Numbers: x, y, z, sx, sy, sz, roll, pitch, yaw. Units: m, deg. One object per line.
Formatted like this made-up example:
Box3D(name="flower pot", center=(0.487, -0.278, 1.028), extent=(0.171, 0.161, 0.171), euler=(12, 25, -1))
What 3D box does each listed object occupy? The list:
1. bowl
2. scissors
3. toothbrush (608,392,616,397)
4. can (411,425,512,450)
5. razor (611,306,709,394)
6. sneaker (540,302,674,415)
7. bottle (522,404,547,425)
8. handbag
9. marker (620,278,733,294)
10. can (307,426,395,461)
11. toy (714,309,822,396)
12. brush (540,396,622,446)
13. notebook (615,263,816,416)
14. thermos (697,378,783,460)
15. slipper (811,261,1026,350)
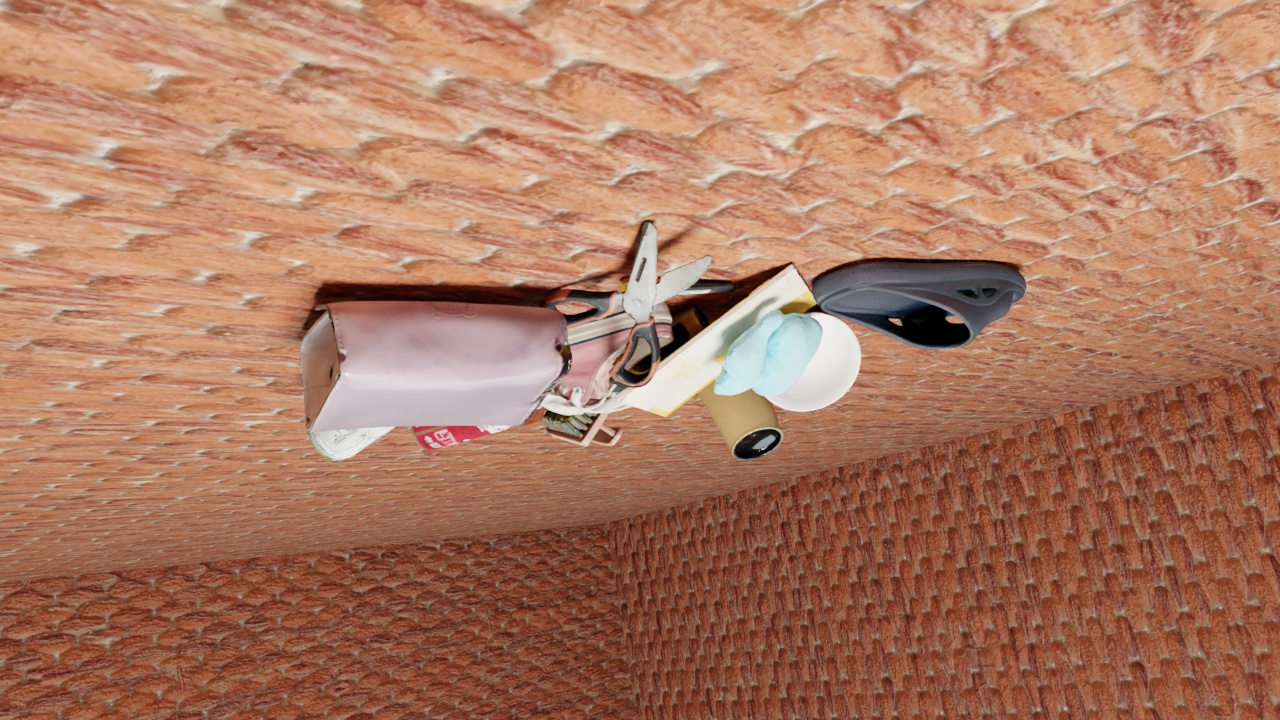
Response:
Box3D(name="bowl", center=(0.179, -0.009, 1.024), extent=(0.118, 0.118, 0.064), euler=(-10, -156, 1))
Box3D(name="scissors", center=(-0.013, -0.041, 0.775), extent=(0.225, 0.015, 0.189), euler=(1, 139, 33))
Box3D(name="toothbrush", center=(-0.043, 0.040, 1.136), extent=(0.026, 0.026, 0.221), euler=(33, 174, 5))
Box3D(name="can", center=(-0.216, 0.072, 1.134), extent=(0.133, 0.053, 0.053), euler=(-17, 165, 27))
Box3D(name="razor", center=(0.011, -0.010, 0.962), extent=(0.168, 0.062, 0.067), euler=(-31, -175, 45))
Box3D(name="sneaker", center=(-0.071, 0.013, 0.918), extent=(0.242, 0.087, 0.118), euler=(-18, 165, 27))
Box3D(name="bottle", center=(-0.187, 0.039, 1.011), extent=(0.060, 0.059, 0.205), euler=(-19, 164, 33))
Box3D(name="handbag", center=(-0.174, 0.000, 0.772), extent=(0.196, 0.098, 0.145), euler=(-1, 165, -30))
Box3D(name="marker", center=(0.035, -0.066, 0.829), extent=(0.123, 0.015, 0.018), euler=(-4, 167, -35))
Box3D(name="can", center=(-0.256, 0.041, 0.896), extent=(0.147, 0.058, 0.058), euler=(-33, 159, 21))
Box3D(name="toy", center=(0.134, -0.006, 0.925), extent=(0.156, 0.050, 0.162), euler=(-29, 151, -24))
Box3D(name="brush", center=(-0.076, 0.070, 1.095), extent=(0.073, 0.063, 0.146), euler=(38, 164, -20))
Box3D(name="notebook", center=(0.081, -0.014, 0.916), extent=(0.206, 0.010, 0.145), euler=(-37, 161, 10))
Box3D(name="thermos", center=(0.110, 0.041, 1.060), extent=(0.093, 0.143, 0.093), euler=(-13, 143, -11))
Box3D(name="slipper", center=(0.290, -0.048, 0.943), extent=(0.267, 0.083, 0.111), euler=(1, 165, -32))
